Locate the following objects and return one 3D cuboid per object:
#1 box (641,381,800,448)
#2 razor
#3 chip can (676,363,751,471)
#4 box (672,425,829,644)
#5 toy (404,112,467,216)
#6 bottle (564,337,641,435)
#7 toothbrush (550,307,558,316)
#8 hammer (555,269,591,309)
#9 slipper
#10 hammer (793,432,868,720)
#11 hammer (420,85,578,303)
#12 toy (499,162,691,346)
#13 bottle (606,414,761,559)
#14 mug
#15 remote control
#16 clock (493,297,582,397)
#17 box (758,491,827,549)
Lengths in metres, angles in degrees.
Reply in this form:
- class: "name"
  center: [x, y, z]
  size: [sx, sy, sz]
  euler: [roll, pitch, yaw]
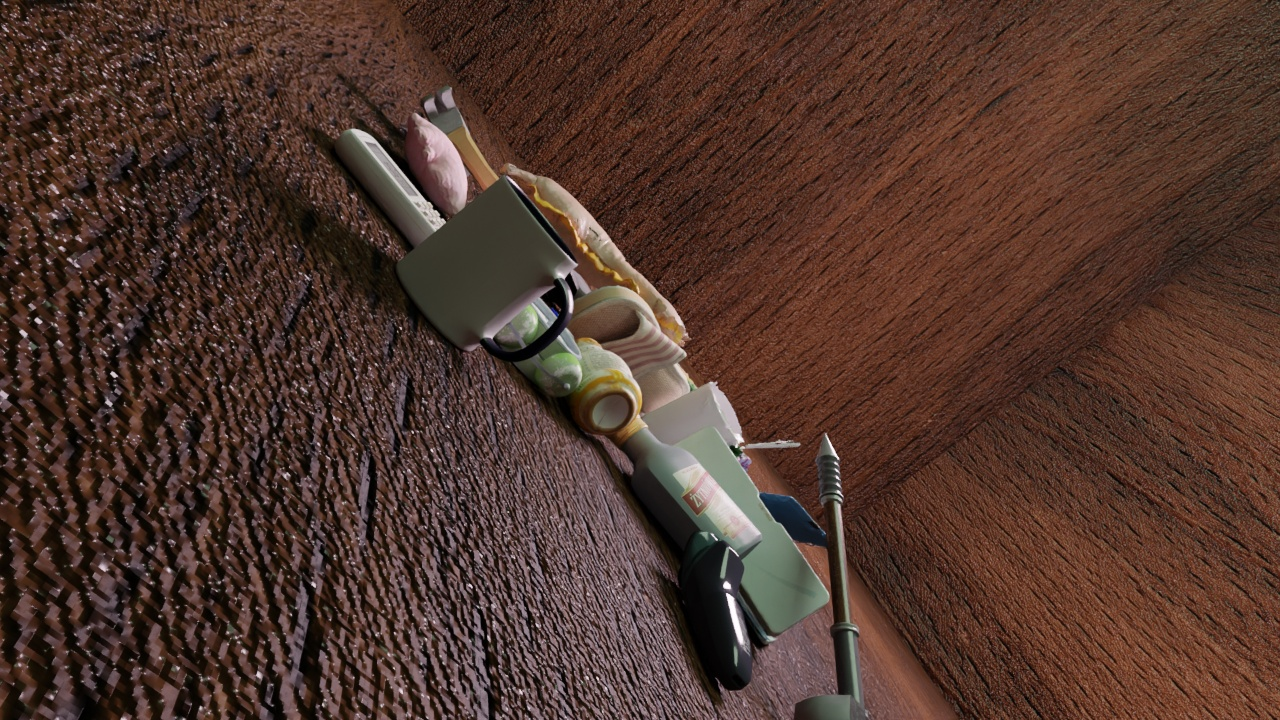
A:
- class: "box"
  center: [0.089, 0.083, 1.035]
  size: [0.118, 0.160, 0.084]
  euler: [65, 15, 18]
- class: "razor"
  center: [0.057, 0.178, 0.657]
  size: [0.047, 0.052, 0.142]
  euler: [53, 9, -23]
- class: "chip can"
  center: [0.068, 0.079, 1.324]
  size: [0.223, 0.075, 0.075]
  euler: [54, 6, 28]
- class: "box"
  center: [0.081, 0.174, 0.872]
  size: [0.198, 0.085, 0.096]
  euler: [56, -19, 21]
- class: "toy"
  center: [-0.207, -0.200, 0.922]
  size: [0.102, 0.050, 0.093]
  euler: [61, -3, 43]
- class: "bottle"
  center: [-0.040, 0.019, 0.818]
  size: [0.063, 0.063, 0.108]
  euler: [49, 7, -32]
- class: "toothbrush"
  center: [-0.055, 0.002, 1.082]
  size: [0.186, 0.016, 0.015]
  euler: [48, 6, -35]
- class: "hammer"
  center: [-0.117, -0.091, 1.054]
  size: [0.098, 0.052, 0.328]
  euler: [52, 8, 3]
- class: "slipper"
  center: [-0.006, 0.006, 0.997]
  size: [0.263, 0.115, 0.052]
  euler: [53, 15, -58]
- class: "hammer"
  center: [0.171, 0.196, 0.786]
  size: [0.156, 0.043, 0.321]
  euler: [48, 34, -40]
- class: "hammer"
  center: [-0.153, -0.178, 0.975]
  size: [0.328, 0.039, 0.131]
  euler: [54, -10, 35]
- class: "toy"
  center: [-0.048, -0.113, 1.065]
  size: [0.264, 0.065, 0.196]
  euler: [48, 7, 28]
- class: "bottle"
  center: [0.032, 0.114, 0.810]
  size: [0.161, 0.046, 0.072]
  euler: [48, 31, 17]
- class: "mug"
  center: [-0.095, -0.053, 0.627]
  size: [0.112, 0.097, 0.078]
  euler: [53, 5, 14]
- class: "remote control"
  center: [-0.185, -0.122, 0.722]
  size: [0.138, 0.025, 0.060]
  euler: [51, 5, -8]
- class: "clock"
  center: [-0.088, -0.017, 0.761]
  size: [0.094, 0.042, 0.119]
  euler: [49, 5, -18]
- class: "box"
  center: [0.143, 0.185, 1.158]
  size: [0.173, 0.066, 0.232]
  euler: [30, -9, 36]
